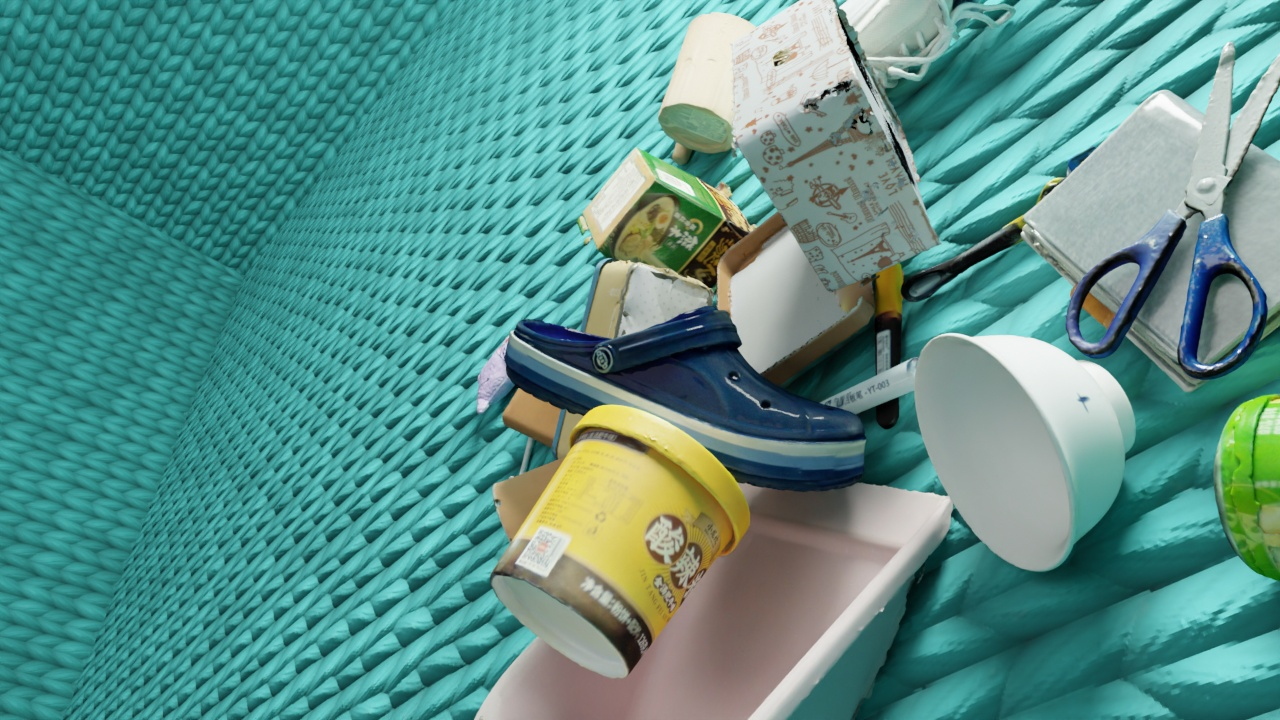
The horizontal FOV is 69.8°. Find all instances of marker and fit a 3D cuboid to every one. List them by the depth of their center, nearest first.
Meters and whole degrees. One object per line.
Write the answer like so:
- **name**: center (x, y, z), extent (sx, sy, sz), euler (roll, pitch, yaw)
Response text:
- **marker**: center (0.132, 0.029, 0.576), extent (0.131, 0.018, 0.022), euler (-33, 65, 51)
- **marker**: center (0.160, -0.012, 0.590), extent (0.018, 0.015, 0.123), euler (-26, 46, 46)

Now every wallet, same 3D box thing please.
- **wallet**: center (0.264, -0.060, 0.451), extent (0.107, 0.037, 0.129), euler (-47, 43, 21)
- **wallet**: center (-0.070, 0.031, 0.869), extent (0.132, 0.031, 0.107), euler (18, 76, 52)

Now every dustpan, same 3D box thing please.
- **dustpan**: center (0.018, 0.156, 0.524), extent (0.223, 0.138, 0.273), euler (-4, 61, 56)

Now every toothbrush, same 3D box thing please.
- **toothbrush**: center (-0.108, 0.059, 0.922), extent (0.016, 0.016, 0.179), euler (-17, 49, 41)

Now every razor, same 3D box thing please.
- **razor**: center (0.218, -0.072, 0.552), extent (0.143, 0.022, 0.042), euler (-34, 82, 42)

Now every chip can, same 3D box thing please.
- **chip can**: center (0.301, 0.037, 0.275), extent (0.222, 0.072, 0.072), euler (-12, 53, 52)

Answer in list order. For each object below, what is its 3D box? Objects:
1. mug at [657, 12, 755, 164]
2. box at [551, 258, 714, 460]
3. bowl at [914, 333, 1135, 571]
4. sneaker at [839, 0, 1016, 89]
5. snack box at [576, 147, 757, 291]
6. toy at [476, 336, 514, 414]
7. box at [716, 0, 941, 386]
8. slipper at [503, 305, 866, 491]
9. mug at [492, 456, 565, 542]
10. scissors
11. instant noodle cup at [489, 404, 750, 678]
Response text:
- **mug**: center (0.065, -0.261, 0.905), extent (0.125, 0.084, 0.103), euler (134, 157, -72)
- **box**: center (-0.004, 0.004, 0.712), extent (0.059, 0.089, 0.184), euler (8, 83, 59)
- **bowl**: center (0.191, 0.033, 0.437), extent (0.064, 0.118, 0.118), euler (-19, 31, -9)
- **sneaker**: center (0.204, -0.246, 0.679), extent (0.243, 0.089, 0.090), euler (-48, 60, 40)
- **snack box**: center (0.019, -0.119, 0.805), extent (0.118, 0.105, 0.118), euler (-48, 32, 17)
- **toy**: center (-0.146, 0.002, 1.010), extent (0.108, 0.039, 0.083), euler (-52, 24, 14)
- **box**: center (0.089, -0.117, 0.626), extent (0.227, 0.156, 0.179), euler (-39, 28, 33)
- **slipper**: center (0.029, 0.009, 0.582), extent (0.253, 0.105, 0.095), euler (18, 101, 27)
- **mug**: center (-0.031, 0.094, 0.636), extent (0.123, 0.078, 0.078), euler (-27, 34, 1)
- **scissors**: center (0.264, -0.068, 0.417), extent (0.171, 0.012, 0.140), euler (-47, 43, 19)
- **instant noodle cup**: center (-0.016, 0.105, 0.524), extent (0.119, 0.118, 0.114), euler (-10, 35, 53)
